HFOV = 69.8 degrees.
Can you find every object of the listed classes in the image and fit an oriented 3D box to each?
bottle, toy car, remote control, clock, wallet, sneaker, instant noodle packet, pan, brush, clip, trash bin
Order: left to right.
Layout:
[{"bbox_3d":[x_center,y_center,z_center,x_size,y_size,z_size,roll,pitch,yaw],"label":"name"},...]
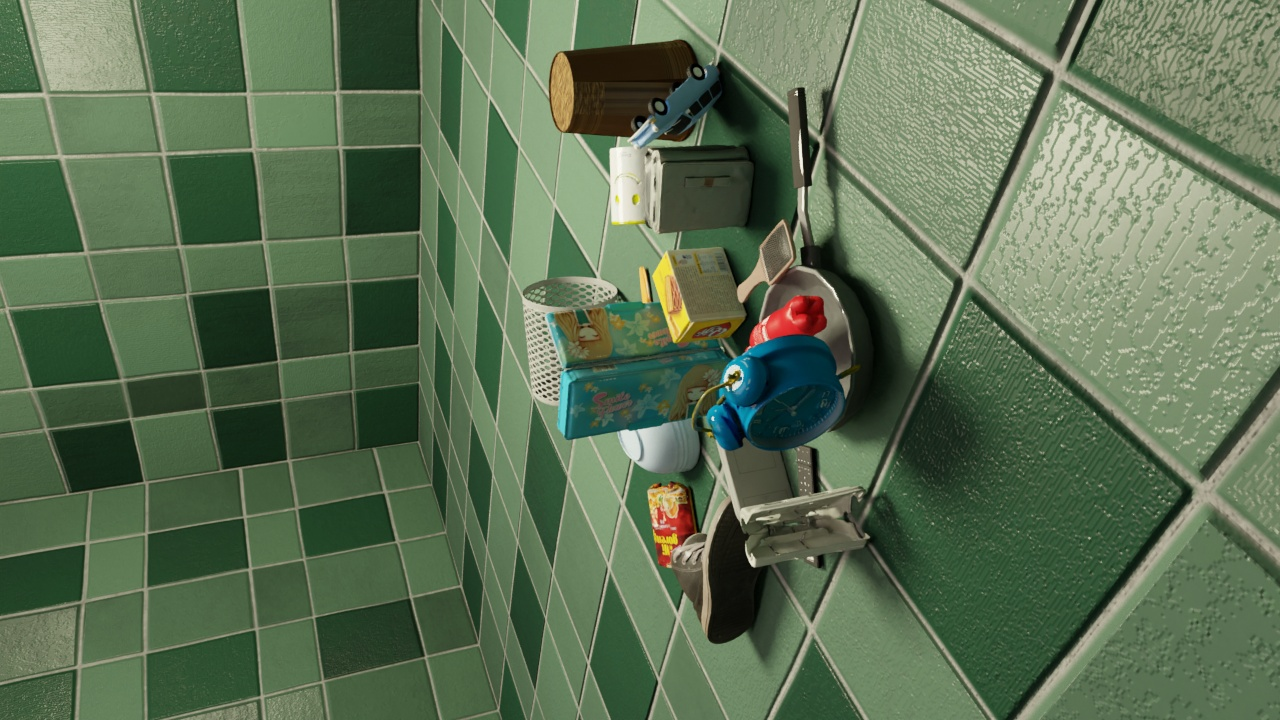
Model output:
[{"bbox_3d":[-0.116,-0.030,1.549,0.156,0.156,0.183,-137,42,-57],"label":"trash bin"},{"bbox_3d":[0.050,0.248,1.384,0.099,0.039,0.135,-16,81,60],"label":"instant noodle packet"},{"bbox_3d":[0.045,-0.304,1.108,0.055,0.153,0.056,47,148,-9],"label":"toy car"},{"bbox_3d":[0.067,-0.202,1.080,0.054,0.131,0.100,26,122,60],"label":"wallet"},{"bbox_3d":[0.102,0.245,1.197,0.120,0.095,0.235,-126,29,-50],"label":"sneaker"},{"bbox_3d":[0.133,0.122,1.095,0.019,0.074,0.151,134,125,-63],"label":"remote control"},{"bbox_3d":[0.130,-0.099,1.000,0.136,0.015,0.049,127,136,-60],"label":"brush"},{"bbox_3d":[0.122,0.036,0.874,0.117,0.161,0.060,103,153,-46],"label":"clock"},{"bbox_3d":[0.145,-0.029,0.948,0.142,0.041,0.042,139,121,-64],"label":"bottle"},{"bbox_3d":[0.168,0.186,0.974,0.152,0.126,0.104,96,164,-62],"label":"clip"},{"bbox_3d":[0.193,0.166,1.050,0.030,0.009,0.140,-170,74,-67],"label":"remote control"},{"bbox_3d":[0.179,-0.101,0.956,0.179,0.041,0.357,-172,76,-67],"label":"pan"}]

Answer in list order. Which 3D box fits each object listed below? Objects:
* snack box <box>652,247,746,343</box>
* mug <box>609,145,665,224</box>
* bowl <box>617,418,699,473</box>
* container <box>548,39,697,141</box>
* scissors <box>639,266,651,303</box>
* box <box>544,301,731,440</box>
[{"bbox_3d":[0.074,-0.082,1.162,0.061,0.083,0.105,123,136,-57],"label":"snack box"},{"bbox_3d":[-0.001,-0.246,1.293,0.082,0.082,0.106,-159,65,-65],"label":"mug"},{"bbox_3d":[0.014,0.103,1.339,0.150,0.074,0.151,43,144,42],"label":"bowl"},{"bbox_3d":[-0.025,-0.353,1.204,0.132,0.167,0.132,172,90,-68],"label":"container"},{"bbox_3d":[0.012,-0.083,1.403,0.065,0.013,0.128,-178,80,-67],"label":"scissors"},{"bbox_3d":[0.002,0.006,1.175,0.084,0.226,0.171,178,84,-67],"label":"box"}]
